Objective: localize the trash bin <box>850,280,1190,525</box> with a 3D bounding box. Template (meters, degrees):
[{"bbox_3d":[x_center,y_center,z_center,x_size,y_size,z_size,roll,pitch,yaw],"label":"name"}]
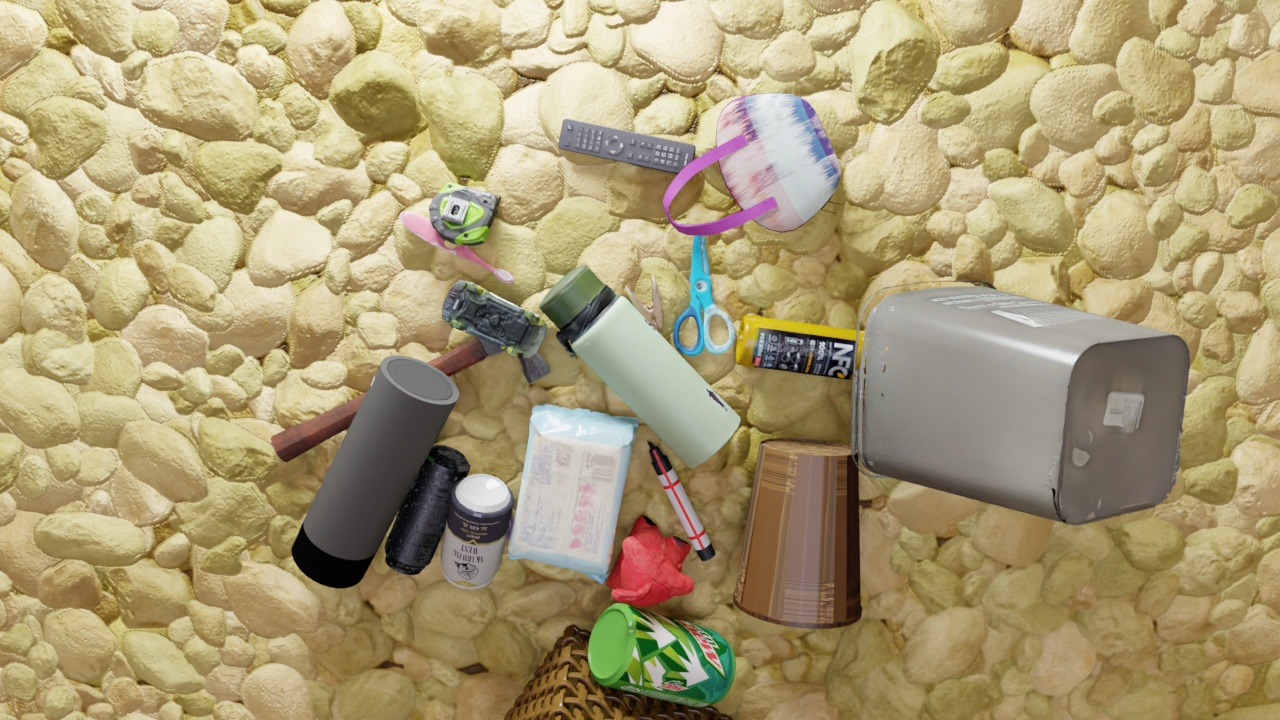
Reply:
[{"bbox_3d":[0.340,0.037,0.833,0.197,0.220,0.197,-6,103,-26],"label":"trash bin"}]

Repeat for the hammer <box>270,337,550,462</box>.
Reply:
[{"bbox_3d":[-0.254,0.029,0.967,0.301,0.028,0.111,-26,100,5],"label":"hammer"}]

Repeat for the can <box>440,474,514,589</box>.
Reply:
[{"bbox_3d":[-0.174,0.184,0.964,0.064,0.064,0.128,14,120,-2],"label":"can"}]

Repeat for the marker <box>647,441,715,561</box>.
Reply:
[{"bbox_3d":[0.042,0.150,0.991,0.019,0.019,0.145,-26,99,5],"label":"marker"}]

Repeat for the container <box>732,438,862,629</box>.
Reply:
[{"bbox_3d":[0.167,0.171,0.945,0.132,0.132,0.167,3,95,0],"label":"container"}]

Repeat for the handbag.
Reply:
[{"bbox_3d":[0.103,-0.179,0.906,0.170,0.068,0.144,-27,100,7],"label":"handbag"}]

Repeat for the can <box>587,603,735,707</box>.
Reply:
[{"bbox_3d":[0.024,0.313,0.968,0.144,0.083,0.083,25,101,-30],"label":"can"}]

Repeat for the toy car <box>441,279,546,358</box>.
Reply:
[{"bbox_3d":[-0.147,-0.041,0.921,0.105,0.033,0.048,26,95,-10],"label":"toy car"}]

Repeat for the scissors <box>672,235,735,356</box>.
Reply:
[{"bbox_3d":[0.064,-0.071,0.954,0.066,0.015,0.135,-3,103,3],"label":"scissors"}]

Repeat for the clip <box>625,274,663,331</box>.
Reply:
[{"bbox_3d":[0.013,-0.061,0.951,0.039,0.024,0.060,-35,108,9],"label":"clip"}]

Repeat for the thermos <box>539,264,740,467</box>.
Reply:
[{"bbox_3d":[-0.006,0.005,0.936,0.082,0.082,0.231,-43,98,7],"label":"thermos"}]

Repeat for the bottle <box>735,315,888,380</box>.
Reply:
[{"bbox_3d":[0.194,-0.009,0.943,0.186,0.053,0.053,8,100,-1],"label":"bottle"}]

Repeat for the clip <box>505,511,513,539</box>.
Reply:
[{"bbox_3d":[-0.145,0.165,1.000,0.014,0.040,0.052,1,133,1],"label":"clip"}]

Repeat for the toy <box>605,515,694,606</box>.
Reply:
[{"bbox_3d":[0.001,0.236,0.958,0.088,0.132,0.094,36,108,4],"label":"toy"}]

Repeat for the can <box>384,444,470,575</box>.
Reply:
[{"bbox_3d":[-0.228,0.158,0.977,0.054,0.054,0.138,23,100,-4],"label":"can"}]

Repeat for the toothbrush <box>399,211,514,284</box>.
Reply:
[{"bbox_3d":[-0.188,-0.116,0.945,0.135,0.016,0.021,31,85,-5],"label":"toothbrush"}]

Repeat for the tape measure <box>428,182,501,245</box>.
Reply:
[{"bbox_3d":[-0.180,-0.147,0.922,0.065,0.036,0.058,14,82,-3],"label":"tape measure"}]

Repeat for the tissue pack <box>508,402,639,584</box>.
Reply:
[{"bbox_3d":[-0.073,0.139,0.966,0.112,0.070,0.182,11,103,-1],"label":"tissue pack"}]

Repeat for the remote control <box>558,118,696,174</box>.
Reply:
[{"bbox_3d":[-0.013,-0.215,0.925,0.136,0.015,0.032,12,100,-2],"label":"remote control"}]

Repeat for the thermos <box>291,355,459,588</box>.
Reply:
[{"bbox_3d":[-0.274,0.116,0.937,0.082,0.082,0.241,29,109,-5],"label":"thermos"}]

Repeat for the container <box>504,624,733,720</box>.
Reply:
[{"bbox_3d":[-0.033,0.468,0.953,0.251,0.214,0.220,33,99,-5],"label":"container"}]
